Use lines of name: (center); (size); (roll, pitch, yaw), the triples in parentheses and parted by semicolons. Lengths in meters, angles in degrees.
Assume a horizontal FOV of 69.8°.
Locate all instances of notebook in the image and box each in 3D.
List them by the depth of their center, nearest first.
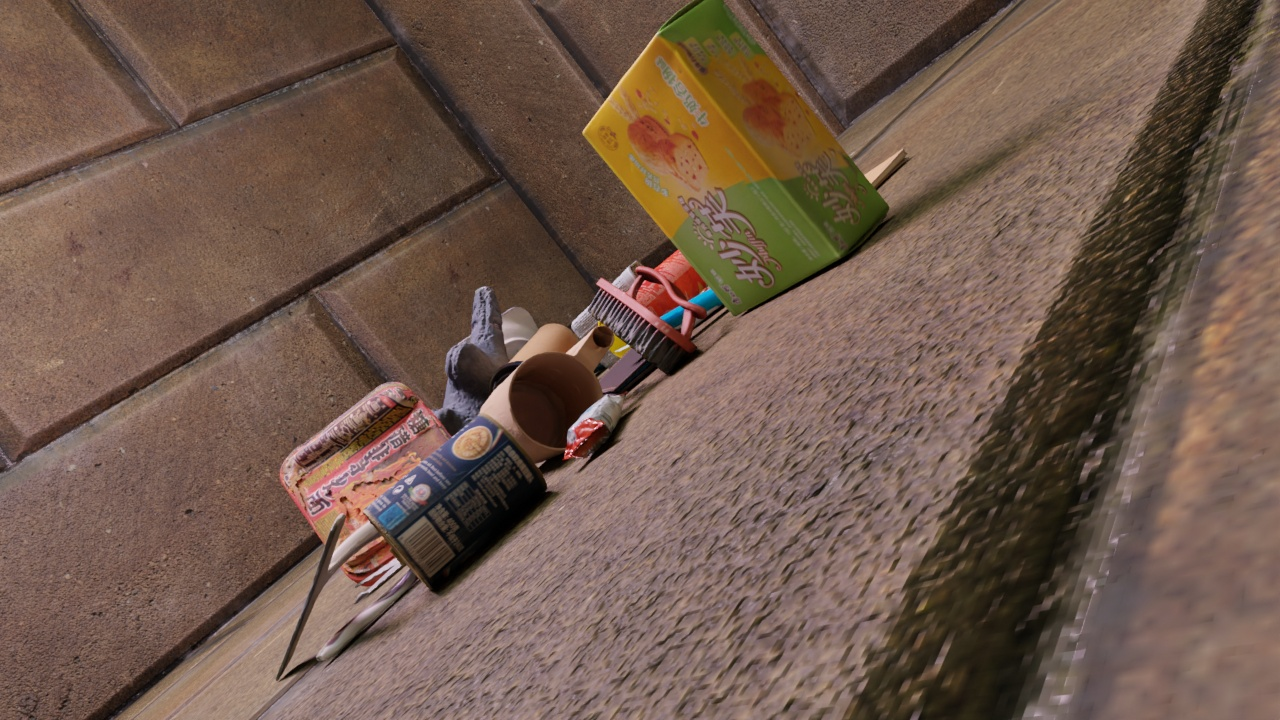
notebook: (0.175, -0.139, 0.979); (0.149, 0.012, 0.212); (-44, 7, -32)

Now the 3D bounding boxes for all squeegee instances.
squeegee: (-0.202, 0.140, 0.797); (0.245, 0.039, 0.247); (-31, -20, -46)

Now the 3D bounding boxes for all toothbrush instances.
toothbrush: (-0.184, 0.169, 0.733); (0.187, 0.017, 0.016); (-42, 10, -37)

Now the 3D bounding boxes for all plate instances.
plate: (-0.180, 0.023, 1.275); (0.034, 0.164, 0.163); (7, 36, 45)

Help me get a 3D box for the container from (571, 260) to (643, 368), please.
container: (-0.020, -0.056, 1.186); (0.112, 0.090, 0.089); (-40, 4, 15)

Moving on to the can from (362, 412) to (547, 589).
can: (-0.133, 0.101, 0.658); (0.111, 0.075, 0.075); (-41, 6, -20)

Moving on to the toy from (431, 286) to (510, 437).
toy: (-0.215, 0.063, 1.131); (0.092, 0.138, 0.355); (-11, 47, 29)

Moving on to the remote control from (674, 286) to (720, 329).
remote control: (0.083, -0.073, 0.941); (0.135, 0.019, 0.056); (-39, 8, 26)

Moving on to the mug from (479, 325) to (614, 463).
mug: (-0.079, 0.031, 0.803); (0.124, 0.084, 0.104); (-56, 12, -27)

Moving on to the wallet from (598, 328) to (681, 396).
wallet: (-0.005, 0.005, 0.923); (0.096, 0.020, 0.122); (-43, 7, -13)

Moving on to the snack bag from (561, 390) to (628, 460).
snack bag: (-0.034, 0.049, 0.700); (0.045, 0.026, 0.105); (-46, 2, 16)

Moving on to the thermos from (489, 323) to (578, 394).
thermos: (-0.124, 0.016, 1.129); (0.093, 0.093, 0.143); (-35, 17, 30)

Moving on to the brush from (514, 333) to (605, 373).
brush: (-0.106, 0.006, 1.264); (0.143, 0.055, 0.074); (-16, -43, -19)

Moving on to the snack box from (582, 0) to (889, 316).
snack box: (0.068, -0.151, 0.719); (0.069, 0.210, 0.158); (-43, 6, -27)

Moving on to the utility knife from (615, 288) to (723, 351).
utility knife: (0.048, -0.047, 0.881); (0.166, 0.018, 0.034); (-28, 10, 3)

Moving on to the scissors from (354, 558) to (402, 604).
scissors: (-0.158, 0.133, 0.746); (0.170, 0.012, 0.146); (-24, 20, 22)

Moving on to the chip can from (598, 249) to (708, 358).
chip can: (0.032, -0.079, 1.088); (0.073, 0.073, 0.215); (-34, 8, 41)

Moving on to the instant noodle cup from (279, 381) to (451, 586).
instant noodle cup: (-0.260, 0.131, 0.953); (0.164, 0.189, 0.079); (-39, -30, -14)

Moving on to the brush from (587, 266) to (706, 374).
brush: (0.010, -0.040, 0.807); (0.069, 0.063, 0.146); (-53, 28, 2)
